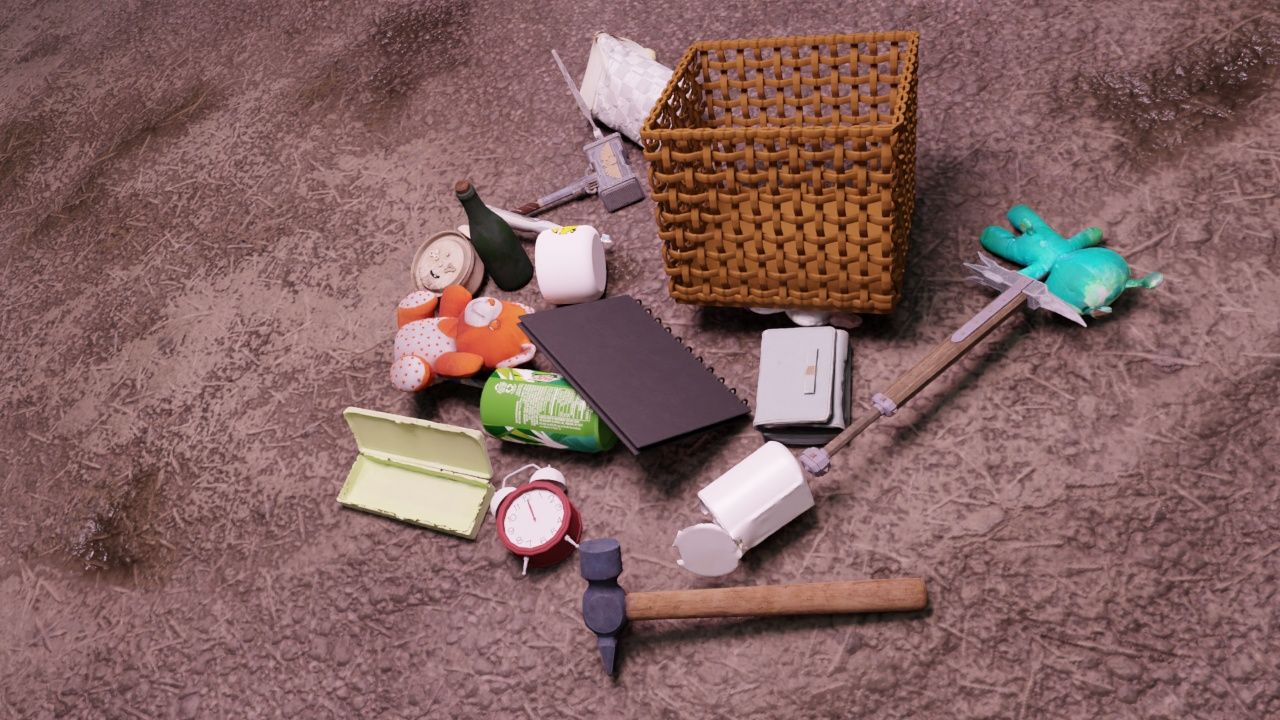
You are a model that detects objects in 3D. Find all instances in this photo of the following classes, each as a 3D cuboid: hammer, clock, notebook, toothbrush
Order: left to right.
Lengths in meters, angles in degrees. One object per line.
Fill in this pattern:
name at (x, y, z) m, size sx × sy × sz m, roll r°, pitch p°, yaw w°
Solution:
clock at (-0.236, -0.132, 1.200) m, size 0.093 × 0.054 × 0.141 m, roll 37°, pitch 90°, yaw 31°
hammer at (-0.160, -0.202, 1.242) m, size 0.322 × 0.044 × 0.098 m, roll -22°, pitch 55°, yaw 5°
clock at (-0.112, 0.167, 0.985) m, size 0.087 × 0.044 × 0.124 m, roll -27°, pitch 56°, yaw -1°
toothbrush at (-0.123, -0.172, 1.189) m, size 0.186 × 0.022 × 0.024 m, roll 15°, pitch 102°, yaw 18°
toothbrush at (-0.079, -0.342, 1.218) m, size 0.010 × 0.181 × 0.010 m, roll -21°, pitch 57°, yaw 9°
notebook at (-0.006, 0.006, 1.016) m, size 0.168 × 0.019 × 0.231 m, roll -14°, pitch 45°, yaw -37°
hammer at (0.105, 0.228, 0.865) m, size 0.322 × 0.040 × 0.129 m, roll -4°, pitch 97°, yaw 6°
hammer at (0.287, 0.015, 0.921) m, size 0.316 × 0.028 × 0.147 m, roll -37°, pitch 42°, yaw -11°

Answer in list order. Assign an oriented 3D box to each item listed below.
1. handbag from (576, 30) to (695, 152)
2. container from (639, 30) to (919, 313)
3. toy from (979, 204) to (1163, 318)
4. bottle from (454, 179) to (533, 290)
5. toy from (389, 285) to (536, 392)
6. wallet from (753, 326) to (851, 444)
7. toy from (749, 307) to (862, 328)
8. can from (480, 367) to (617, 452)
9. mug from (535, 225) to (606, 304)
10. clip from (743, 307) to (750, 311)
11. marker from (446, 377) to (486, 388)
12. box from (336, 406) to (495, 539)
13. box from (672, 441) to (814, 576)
handbag at (0.006, -0.360, 1.250) m, size 0.171 × 0.113 × 0.123 m, roll 38°, pitch 40°, yaw 21°
container at (0.164, -0.205, 1.002) m, size 0.252 × 0.214 × 0.218 m, roll 4°, pitch 42°, yaw 19°
toy at (0.446, -0.106, 0.976) m, size 0.130 × 0.072 × 0.193 m, roll -37°, pitch 47°, yaw -1°
bottle at (-0.187, -0.158, 1.136) m, size 0.055 × 0.174 × 0.055 m, roll -8°, pitch 56°, yaw 12°
toy at (-0.213, -0.029, 1.107) m, size 0.172 × 0.093 × 0.163 m, roll -10°, pitch 41°, yaw -1°
wallet at (0.175, 0.024, 0.987) m, size 0.100 × 0.054 × 0.131 m, roll -1°, pitch 54°, yaw 14°
toy at (0.188, -0.061, 1.035) m, size 0.125 × 0.037 × 0.075 m, roll 14°, pitch 27°, yaw 19°
can at (-0.099, 0.055, 1.028) m, size 0.144 × 0.083 × 0.082 m, roll 6°, pitch 60°, yaw 20°
mug at (-0.082, -0.120, 1.137) m, size 0.068 × 0.094 × 0.115 m, roll -4°, pitch 15°, yaw 11°
clip at (0.122, -0.080, 1.091) m, size 0.045 × 0.014 × 0.050 m, roll -31°, pitch 57°, yaw -4°
marker at (-0.209, 0.025, 1.125) m, size 0.142 × 0.013 × 0.013 m, roll 11°, pitch 62°, yaw 23°
box at (-0.256, 0.125, 1.049) m, size 0.188 × 0.061 × 0.133 m, roll 7°, pitch 99°, yaw 22°
box at (0.096, 0.153, 0.906) m, size 0.160 × 0.081 × 0.091 m, roll -33°, pitch 40°, yaw -4°
